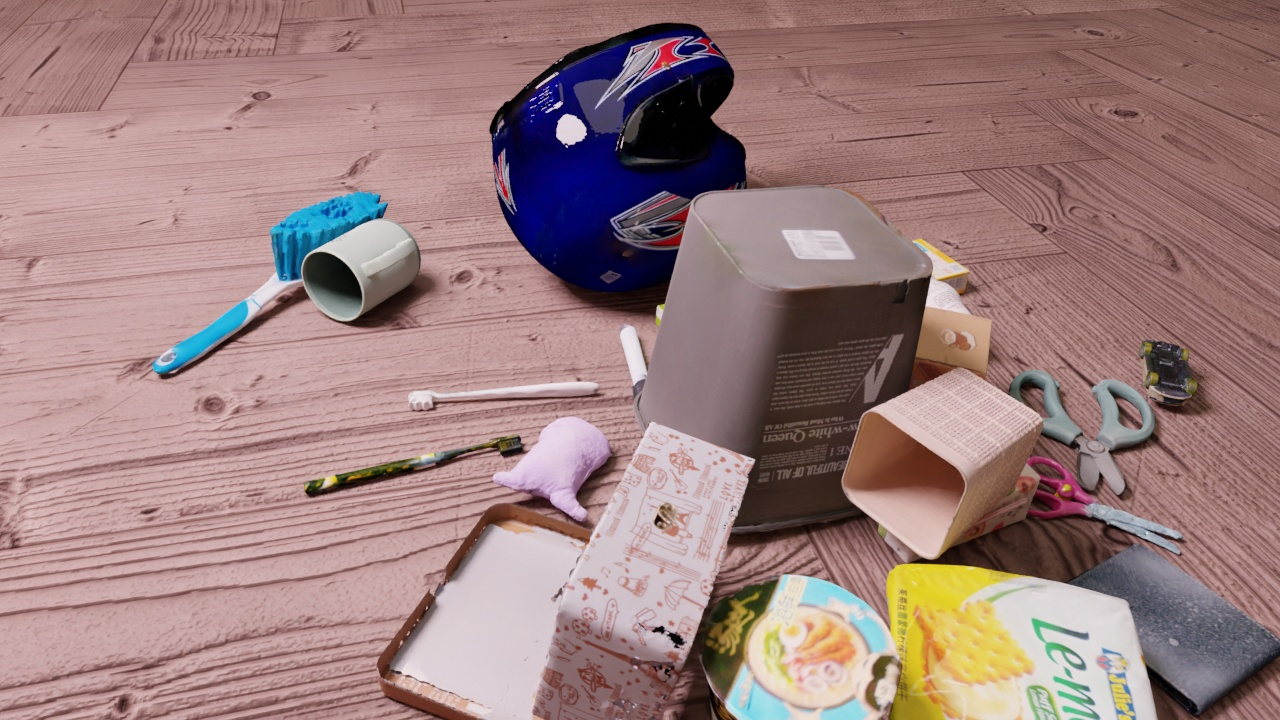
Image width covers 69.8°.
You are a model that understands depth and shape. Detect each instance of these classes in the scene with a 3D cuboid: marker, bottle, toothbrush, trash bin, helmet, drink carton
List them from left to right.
[{"bbox_3d":[-0.191,0.091,0.786,0.185,0.012,0.017,-12,48,-18],"label":"toothbrush"},{"bbox_3d":[-0.128,0.033,0.866,0.180,0.016,0.016,-4,43,-6],"label":"toothbrush"},{"bbox_3d":[-0.005,0.005,0.908,0.022,0.018,0.130,-11,37,-4],"label":"marker"},{"bbox_3d":[0.001,-0.208,1.012,0.314,0.248,0.240,-30,88,-27],"label":"helmet"},{"bbox_3d":[0.116,-0.008,0.746,0.198,0.220,0.198,-7,39,-18],"label":"trash bin"},{"bbox_3d":[0.306,-0.049,0.955,0.063,0.063,0.108,-16,40,-23],"label":"bottle"},{"bbox_3d":[0.253,0.116,0.729,0.122,0.054,0.045,-14,39,-20],"label":"drink carton"}]

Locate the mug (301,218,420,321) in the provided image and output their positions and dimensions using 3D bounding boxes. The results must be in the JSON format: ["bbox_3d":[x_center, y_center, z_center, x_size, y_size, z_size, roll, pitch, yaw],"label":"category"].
[{"bbox_3d":[-0.285,-0.104,0.981,0.112,0.082,0.106,-15,19,36],"label":"mug"}]

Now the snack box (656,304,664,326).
[{"bbox_3d":[0.104,-0.046,0.975,0.156,0.026,0.086,-16,39,-22],"label":"snack box"}]

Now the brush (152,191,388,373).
[{"bbox_3d":[-0.387,-0.092,0.982,0.060,0.110,0.313,25,33,16],"label":"brush"}]

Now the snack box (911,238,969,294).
[{"bbox_3d":[0.291,-0.096,1.048,0.140,0.034,0.087,-13,38,-22],"label":"snack box"}]

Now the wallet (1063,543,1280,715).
[{"bbox_3d":[0.378,0.188,0.663,0.097,0.019,0.121,-18,38,-24],"label":"wallet"}]

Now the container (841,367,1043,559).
[{"bbox_3d":[0.224,0.069,0.673,0.110,0.090,0.090,-24,47,-33],"label":"container"}]

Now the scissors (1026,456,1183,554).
[{"bbox_3d":[0.372,0.128,0.751,0.137,0.017,0.071,30,53,27],"label":"scissors"}]

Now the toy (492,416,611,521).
[{"bbox_3d":[-0.063,0.085,0.775,0.084,0.039,0.107,26,35,9],"label":"toy"}]

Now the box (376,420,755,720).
[{"bbox_3d":[-0.045,0.133,0.603,0.218,0.158,0.180,14,37,16],"label":"box"}]

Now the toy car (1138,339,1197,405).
[{"bbox_3d":[0.512,0.014,0.896,0.042,0.035,0.090,10,37,14],"label":"toy car"}]

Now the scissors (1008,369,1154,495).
[{"bbox_3d":[0.394,0.060,0.843,0.161,0.019,0.178,19,41,21],"label":"scissors"}]

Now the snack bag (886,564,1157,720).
[{"bbox_3d":[0.224,0.228,0.556,0.158,0.068,0.245,9,36,11],"label":"snack bag"}]

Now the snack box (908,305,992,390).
[{"bbox_3d":[0.267,0.016,0.834,0.077,0.094,0.092,14,37,16],"label":"snack box"}]

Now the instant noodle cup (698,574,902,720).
[{"bbox_3d":[0.087,0.208,0.536,0.111,0.121,0.111,0,34,0],"label":"instant noodle cup"}]
